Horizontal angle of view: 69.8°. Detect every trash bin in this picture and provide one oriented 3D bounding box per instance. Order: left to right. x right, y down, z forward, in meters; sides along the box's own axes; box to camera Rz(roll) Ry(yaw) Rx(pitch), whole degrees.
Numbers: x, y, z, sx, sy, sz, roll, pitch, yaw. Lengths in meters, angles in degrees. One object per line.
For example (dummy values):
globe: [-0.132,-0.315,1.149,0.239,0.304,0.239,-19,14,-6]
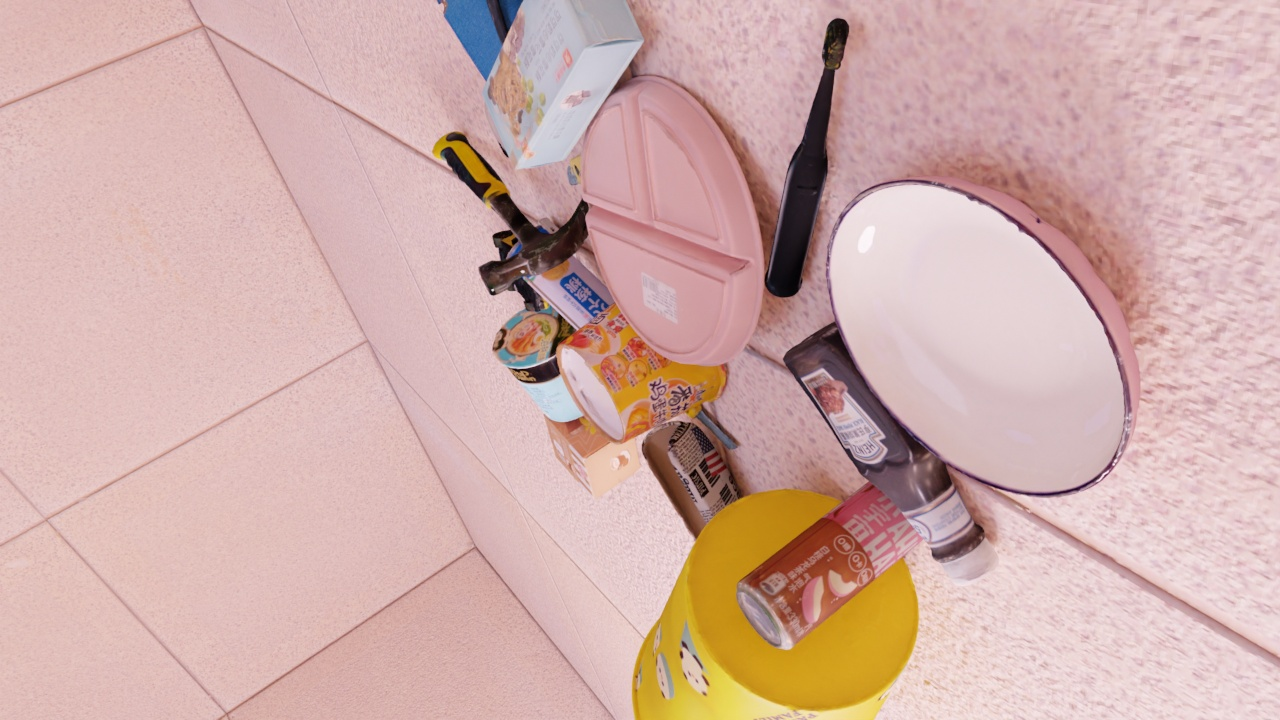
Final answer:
trash bin: [0.115,0.255,0.804,0.229,0.229,0.256,47,153,26]

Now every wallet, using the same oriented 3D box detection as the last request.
wallet: [-0.122,-0.289,0.796,0.133,0.040,0.107,59,152,-6]

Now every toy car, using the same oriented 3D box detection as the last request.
toy car: [-0.133,-0.104,1.062,0.156,0.041,0.071,-134,29,-58]

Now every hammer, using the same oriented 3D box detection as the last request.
hammer: [-0.151,-0.174,0.961,0.323,0.126,0.032,50,163,48]

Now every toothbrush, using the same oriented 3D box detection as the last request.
toothbrush: [-0.113,-0.259,0.765,0.016,0.018,0.181,19,134,46]
toothbrush: [0.101,-0.112,0.556,0.026,0.027,0.213,9,147,5]

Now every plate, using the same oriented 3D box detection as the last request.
plate: [0.014,-0.100,0.710,0.229,0.028,0.230,43,144,41]
plate: [0.182,-0.017,0.492,0.192,0.039,0.193,47,157,26]

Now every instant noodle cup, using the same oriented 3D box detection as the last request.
instant noodle cup: [-0.105,0.008,1.112,0.111,0.111,0.120,36,159,45]
instant noodle cup: [-0.005,0.005,0.854,0.138,0.109,0.138,47,156,27]

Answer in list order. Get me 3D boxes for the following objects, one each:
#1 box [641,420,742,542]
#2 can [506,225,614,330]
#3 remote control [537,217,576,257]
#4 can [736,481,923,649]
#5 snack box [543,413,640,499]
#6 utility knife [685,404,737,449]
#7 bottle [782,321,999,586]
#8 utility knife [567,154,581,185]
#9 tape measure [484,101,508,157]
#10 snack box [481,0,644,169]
box: [0.066,0.138,0.938,0.163,0.076,0.088,62,-178,-15]
can: [-0.072,-0.075,0.941,0.134,0.053,0.053,44,159,3]
remote control: [-0.087,-0.099,1.016,0.049,0.024,0.125,43,155,33]
can: [0.141,0.144,0.666,0.058,0.147,0.058,48,158,26]
snack box: [-0.061,0.104,1.177,0.094,0.077,0.093,43,156,36]
utility knife: [0.028,0.025,0.943,0.209,0.015,0.033,44,159,30]
bottle: [0.174,0.063,0.623,0.195,0.044,0.080,56,161,1]
utility knife: [-0.032,-0.171,0.803,0.167,0.018,0.031,17,130,67]
tape measure: [-0.121,-0.231,0.886,0.066,0.033,0.066,12,131,61]
snack box: [-0.064,-0.219,0.689,0.175,0.051,0.074,-37,74,60]
